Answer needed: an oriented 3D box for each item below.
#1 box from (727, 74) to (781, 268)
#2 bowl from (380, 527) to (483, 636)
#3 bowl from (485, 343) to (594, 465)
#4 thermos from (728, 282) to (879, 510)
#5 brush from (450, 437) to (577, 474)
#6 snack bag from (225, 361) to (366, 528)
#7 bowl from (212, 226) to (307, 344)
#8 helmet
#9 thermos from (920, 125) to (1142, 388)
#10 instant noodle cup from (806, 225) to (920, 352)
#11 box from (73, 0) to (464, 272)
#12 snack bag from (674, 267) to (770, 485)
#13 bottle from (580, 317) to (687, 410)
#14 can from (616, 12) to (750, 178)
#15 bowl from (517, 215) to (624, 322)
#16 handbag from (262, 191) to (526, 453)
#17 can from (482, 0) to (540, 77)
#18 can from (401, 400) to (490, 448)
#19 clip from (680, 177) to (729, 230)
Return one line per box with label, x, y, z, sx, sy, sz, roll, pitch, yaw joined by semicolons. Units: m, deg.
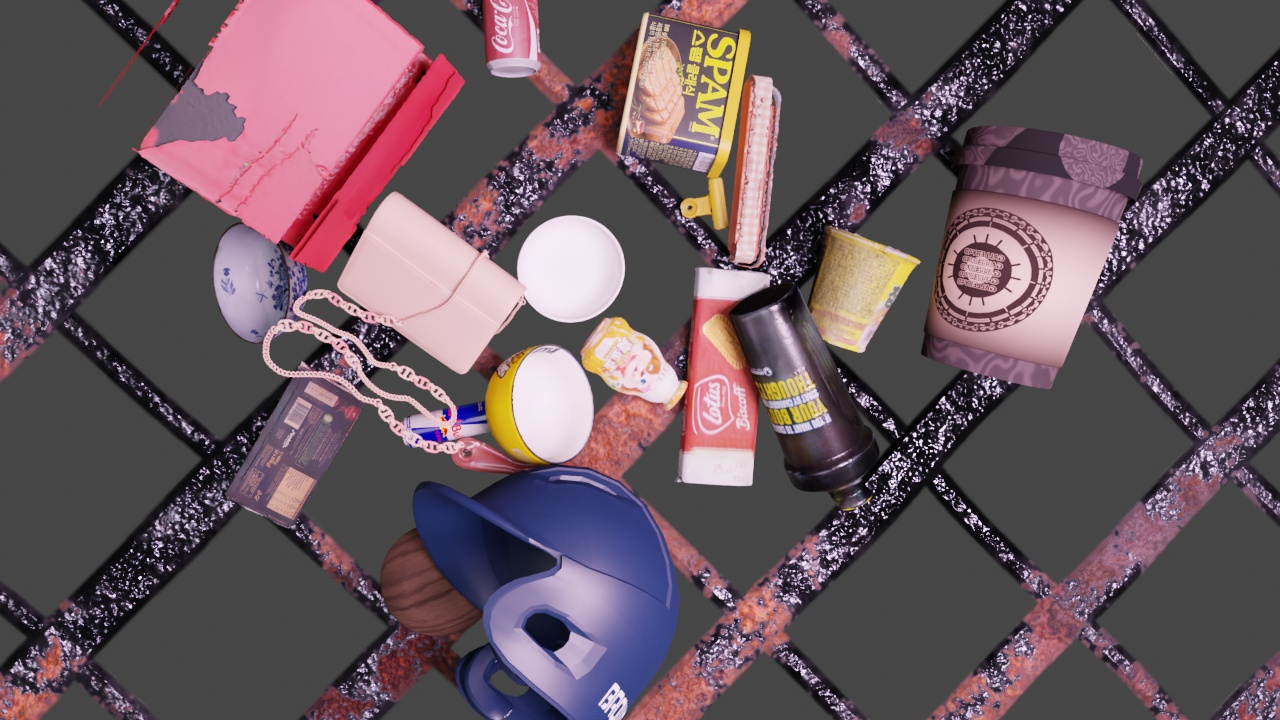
box;0.116;-0.186;0.917;0.054;0.078;0.187;8;96;33
bowl;-0.206;0.227;0.933;0.119;0.032;0.119;0;94;-6
bowl;-0.107;0.046;0.900;0.068;0.117;0.117;-10;97;37
thermos;0.162;0.036;0.907;0.098;0.098;0.221;-27;104;-3
brush;-0.108;0.113;0.935;0.172;0.030;0.041;18;93;-8
snack bag;-0.344;0.087;0.916;0.074;0.018;0.155;31;91;-7
bowl;-0.355;-0.076;0.878;0.114;0.045;0.114;6;102;31
helmet;-0.092;0.194;0.835;0.272;0.233;0.222;32;56;3
thermos;0.372;-0.098;0.905;0.172;0.172;0.226;13;99;-7
instant noodle cup;0.214;-0.070;0.925;0.102;0.102;0.108;19;101;-7
box;-0.246;-0.183;0.713;0.107;0.410;0.211;37;90;-6
snack bag;0.085;0.018;0.943;0.077;0.041;0.225;4;92;-8
bottle;-0.005;0.005;0.921;0.109;0.063;0.063;35;90;-8
can;0.040;-0.258;0.893;0.104;0.075;0.135;11;82;-4
bowl;-0.069;-0.090;0.913;0.105;0.054;0.105;0;94;-4
handbag;-0.203;-0.036;0.834;0.198;0.186;0.117;36;130;-8
can;-0.125;-0.329;0.889;0.054;0.054;0.096;-3;94;-6
can;-0.190;0.064;0.922;0.095;0.032;0.032;-12;95;-5
clip;0.067;-0.158;0.934;0.048;0.045;0.054;-11;97;-30
